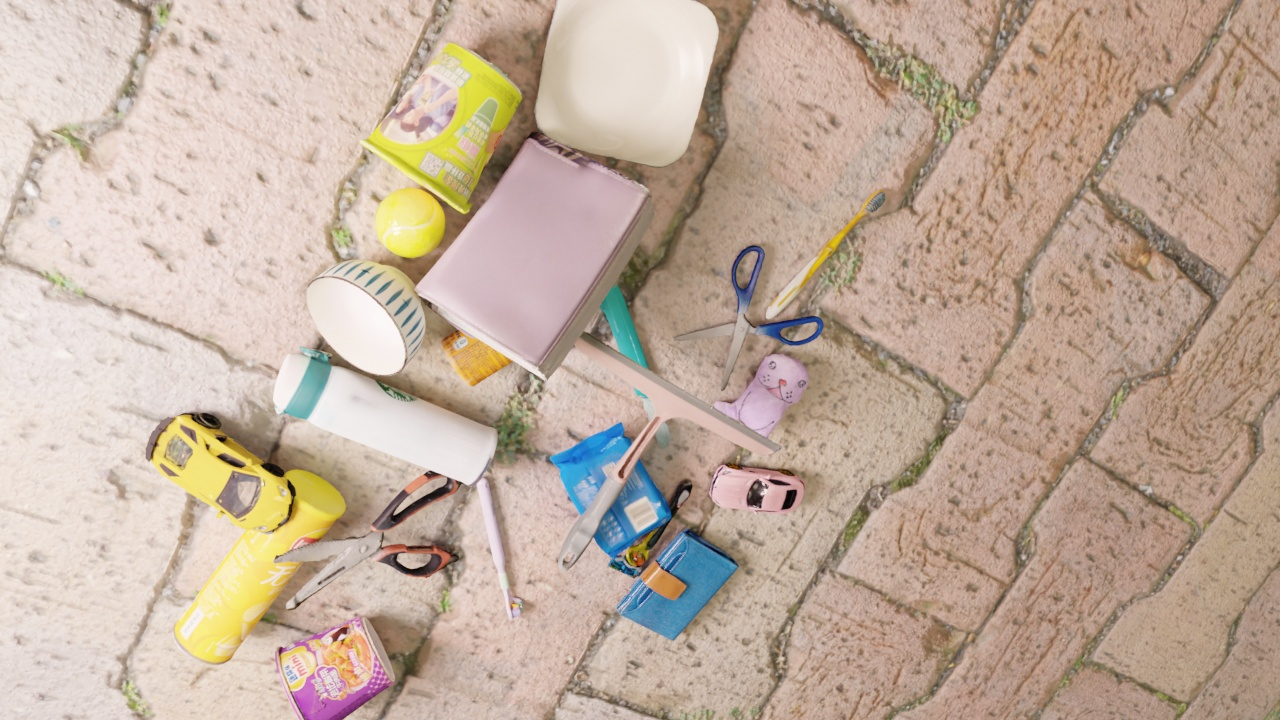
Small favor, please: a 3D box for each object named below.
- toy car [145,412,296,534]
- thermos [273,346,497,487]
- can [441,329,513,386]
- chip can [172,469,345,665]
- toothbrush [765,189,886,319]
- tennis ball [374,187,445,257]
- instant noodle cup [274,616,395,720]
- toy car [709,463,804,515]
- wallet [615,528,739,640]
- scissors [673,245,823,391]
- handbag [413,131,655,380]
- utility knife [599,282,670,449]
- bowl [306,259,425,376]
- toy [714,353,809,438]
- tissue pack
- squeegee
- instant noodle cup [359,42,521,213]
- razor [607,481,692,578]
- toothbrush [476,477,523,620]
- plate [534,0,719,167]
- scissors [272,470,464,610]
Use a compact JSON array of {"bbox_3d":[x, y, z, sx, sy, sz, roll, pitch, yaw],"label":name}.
[{"bbox_3d":[-0.409,0.111,0.899,0.156,0.041,0.071,34,97,4],"label":"toy car"},{"bbox_3d":[-0.259,0.057,0.936,0.224,0.073,0.073,26,102,-24],"label":"thermos"},{"bbox_3d":[-0.129,-0.034,0.941,0.146,0.058,0.058,-32,117,-2],"label":"can"},{"bbox_3d":[-0.397,0.216,0.955,0.072,0.072,0.213,35,98,-26],"label":"chip can"},{"bbox_3d":[0.208,-0.117,1.030,0.016,0.018,0.191,39,97,-24],"label":"toothbrush"},{"bbox_3d":[-0.218,-0.131,0.871,0.065,0.065,0.065,-6,113,-14],"label":"tennis ball"},{"bbox_3d":[-0.333,0.342,1.012,0.099,0.111,0.112,-28,117,-14],"label":"instant noodle cup"},{"bbox_3d":[0.143,0.159,1.114,0.122,0.037,0.056,9,107,-19],"label":"toy car"},{"bbox_3d":[0.046,0.279,1.135,0.106,0.040,0.133,36,97,-30],"label":"wallet"},{"bbox_3d":[0.120,-0.047,1.027,0.173,0.012,0.162,-8,108,-4],"label":"scissors"},{"bbox_3d":[-0.097,-0.099,0.870,0.145,0.098,0.197,32,83,6],"label":"handbag"},{"bbox_3d":[-0.006,0.006,1.019,0.029,0.013,0.223,-24,114,-8],"label":"utility knife"},{"bbox_3d":[-0.254,-0.049,0.882,0.066,0.117,0.116,-54,127,-41],"label":"bowl"},{"bbox_3d":[0.148,0.039,1.065,0.084,0.039,0.108,37,100,-5],"label":"toy"},{"bbox_3d":[-0.032,0.147,1.048,0.095,0.052,0.157,-30,117,-5],"label":"tissue pack"},{"bbox_3d":[-0.022,0.125,0.991,0.247,0.040,0.250,31,104,-9],"label":"squeegee"},{"bbox_3d":[-0.172,-0.215,0.833,0.111,0.112,0.123,34,91,-26],"label":"instant noodle cup"},{"bbox_3d":[0.020,0.204,1.104,0.042,0.022,0.143,32,99,-27],"label":"razor"},{"bbox_3d":[-0.163,0.217,1.056,0.021,0.029,0.189,1,116,23],"label":"toothbrush"},{"bbox_3d":[-0.016,-0.279,0.888,0.163,0.034,0.164,10,108,-20],"label":"plate"},{"bbox_3d":[-0.273,0.191,0.975,0.226,0.015,0.189,28,90,-48],"label":"scissors"}]
